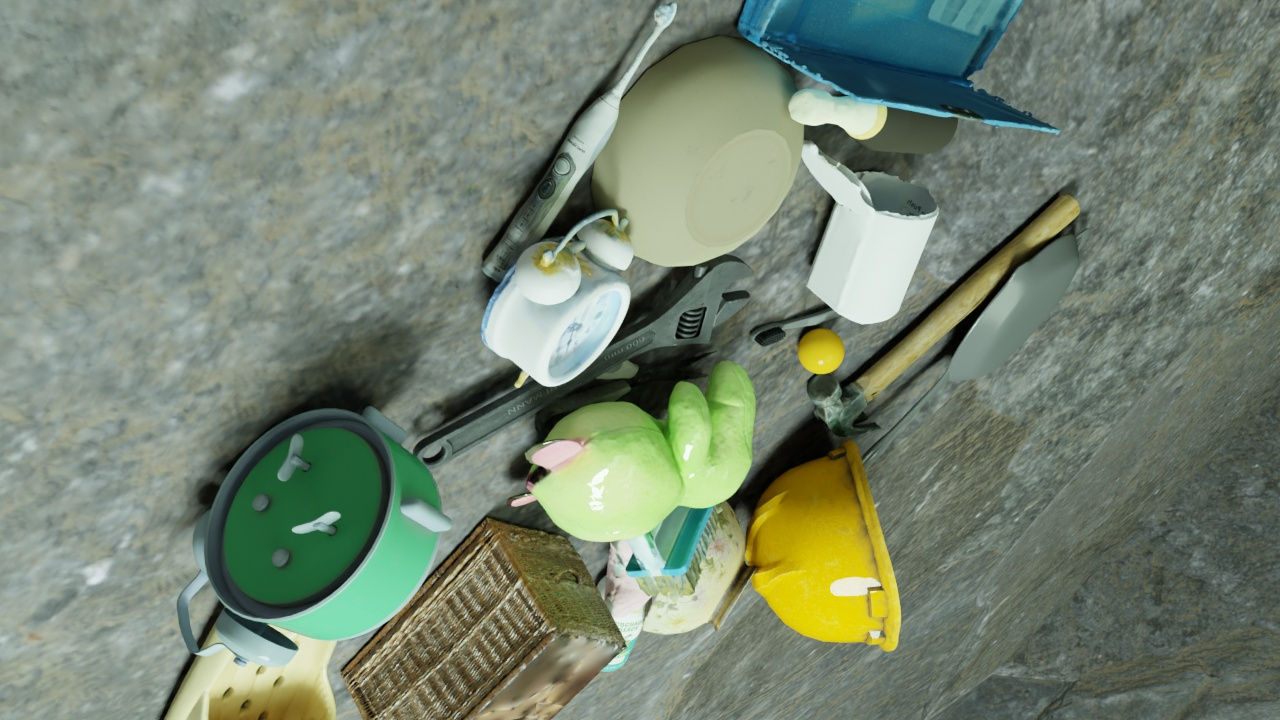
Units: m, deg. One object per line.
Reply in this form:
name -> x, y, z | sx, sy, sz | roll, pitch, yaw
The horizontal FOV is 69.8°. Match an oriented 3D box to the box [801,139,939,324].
box -> 0.158, -0.096, 0.681 | 0.136, 0.084, 0.147 | -9, 132, -29

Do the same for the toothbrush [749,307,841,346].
toothbrush -> 0.161, -0.040, 0.797 | 0.167, 0.013, 0.013 | -19, 139, -32

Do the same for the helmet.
helmet -> 0.174, 0.198, 0.933 | 0.131, 0.205, 0.256 | -12, 150, 6

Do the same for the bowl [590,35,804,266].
bowl -> 0.047, -0.119, 0.575 | 0.152, 0.050, 0.153 | -25, 141, -22

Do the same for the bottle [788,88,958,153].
bottle -> 0.153, -0.162, 0.607 | 0.184, 0.045, 0.045 | -12, 136, -49

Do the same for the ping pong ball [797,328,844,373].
ping pong ball -> 0.158, -0.008, 0.802 | 0.040, 0.040, 0.040 | -25, 141, -22

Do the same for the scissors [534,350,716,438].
scissors -> -0.013, 0.019, 0.698 | 0.150, 0.012, 0.164 | -46, 146, 6

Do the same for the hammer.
hammer -> 0.305, -0.045, 0.911 | 0.330, 0.033, 0.132 | -41, 143, -1

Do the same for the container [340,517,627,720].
container -> -0.123, 0.237, 0.735 | 0.198, 0.112, 0.113 | -46, 144, 8

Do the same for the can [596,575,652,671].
can -> -0.026, 0.251, 0.888 | 0.054, 0.055, 0.102 | -9, 133, -37

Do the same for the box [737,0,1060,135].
box -> 0.185, -0.205, 0.562 | 0.231, 0.112, 0.094 | -5, 131, -40

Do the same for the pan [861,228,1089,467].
pan -> 0.357, -0.003, 0.970 | 0.354, 0.024, 0.216 | -45, 154, -1

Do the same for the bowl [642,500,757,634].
bowl -> 0.066, 0.211, 0.878 | 0.145, 0.063, 0.145 | -53, 165, -22

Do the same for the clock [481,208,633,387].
clock -> -0.046, -0.040, 0.551 | 0.088, 0.052, 0.126 | -33, 155, -44

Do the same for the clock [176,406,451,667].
clock -> -0.197, 0.104, 0.522 | 0.161, 0.122, 0.075 | -37, 145, -1

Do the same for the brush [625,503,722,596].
brush -> 0.031, 0.133, 0.790 | 0.075, 0.055, 0.135 | 68, 30, -23

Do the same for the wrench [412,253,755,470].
wrench -> -0.032, 0.001, 0.635 | 0.272, 0.018, 0.073 | -29, 140, -16

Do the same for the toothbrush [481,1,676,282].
toothbrush -> -0.033, -0.122, 0.523 | 0.186, 0.022, 0.024 | -53, 161, 17

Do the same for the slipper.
slipper -> -0.270, 0.254, 0.648 | 0.111, 0.079, 0.262 | 4, 124, -41

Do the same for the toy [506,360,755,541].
toy -> 0.003, 0.077, 0.682 | 0.196, 0.107, 0.150 | -26, 164, -31

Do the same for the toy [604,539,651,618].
toy -> 0.002, 0.178, 0.839 | 0.095, 0.053, 0.099 | -16, 114, -53
